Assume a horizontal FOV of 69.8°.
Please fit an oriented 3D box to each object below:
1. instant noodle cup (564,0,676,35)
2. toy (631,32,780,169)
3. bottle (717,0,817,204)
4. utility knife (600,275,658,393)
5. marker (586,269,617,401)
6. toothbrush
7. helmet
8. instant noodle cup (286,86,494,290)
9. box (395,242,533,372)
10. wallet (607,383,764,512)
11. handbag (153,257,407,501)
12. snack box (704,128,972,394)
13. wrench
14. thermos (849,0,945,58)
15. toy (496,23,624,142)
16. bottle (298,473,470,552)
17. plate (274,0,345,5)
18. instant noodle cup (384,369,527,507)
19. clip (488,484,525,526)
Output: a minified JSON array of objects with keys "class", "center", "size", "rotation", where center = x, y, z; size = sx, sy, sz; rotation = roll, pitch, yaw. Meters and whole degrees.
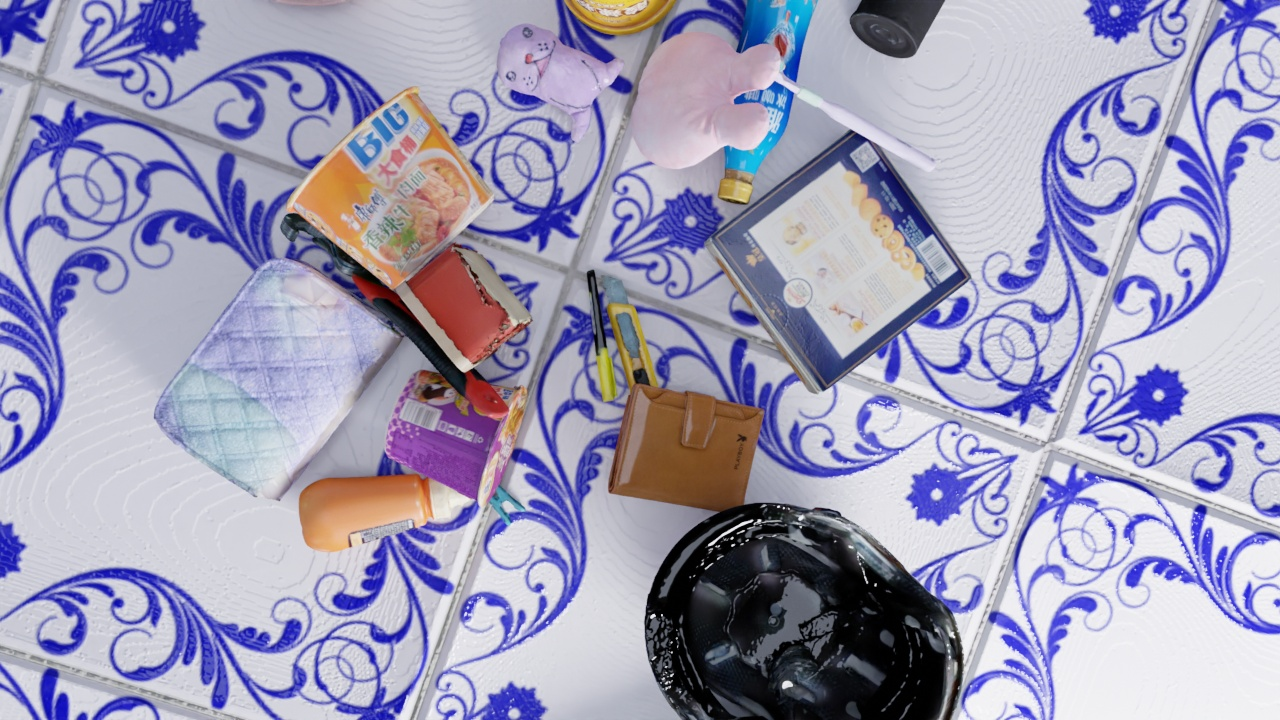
[{"class":"instant noodle cup","center":[-0.022,-0.350,0.782],"size":[0.118,0.114,0.118],"rotation":[1,98,4]},{"class":"toy","center":[0.055,-0.226,0.798],"size":[0.054,0.160,0.121],"rotation":[6,99,-44]},{"class":"bottle","center":[0.109,-0.251,0.833],"size":[0.065,0.065,0.218],"rotation":[14,93,-5]},{"class":"utility knife","center":[-0.005,0.005,0.861],"size":[0.033,0.015,0.181],"rotation":[-17,95,-7]},{"class":"marker","center":[-0.037,-0.023,0.857],"size":[0.015,0.018,0.124],"rotation":[-8,93,-6]},{"class":"toothbrush","center":[0.190,-0.216,0.816],"size":[0.189,0.021,0.029],"rotation":[25,46,-19]},{"class":"helmet","center":[0.136,0.247,0.818],"size":[0.274,0.157,0.230],"rotation":[29,84,4]},{"class":"instant noodle cup","center":[-0.204,-0.139,0.778],"size":[0.151,0.151,0.111],"rotation":[-43,104,-1]},{"class":"box","center":[-0.135,-0.049,0.772],"size":[0.075,0.168,0.091],"rotation":[-38,95,1]},{"class":"wallet","center":[0.043,0.082,0.854],"size":[0.131,0.031,0.108],"rotation":[13,93,-17]},{"class":"handbag","center":[-0.316,0.011,0.809],"size":[0.134,0.075,0.194],"rotation":[38,91,-10]},{"class":"snack box","center":[0.183,-0.093,0.856],"size":[0.182,0.046,0.178],"rotation":[-37,95,-2]},{"class":"wrench","center":[-0.210,-0.042,0.789],"size":[0.273,0.056,0.016],"rotation":[41,112,15]},{"class":"thermos","center":[0.290,-0.394,0.835],"size":[0.090,0.068,0.242],"rotation":[31,90,-1]},{"class":"toy","center":[-0.080,-0.258,0.830],"size":[0.108,0.039,0.084],"rotation":[28,99,-7]},{"class":"bottle","center":[-0.228,0.131,0.832],"size":[0.149,0.067,0.067],"rotation":[-8,94,-12]},{"class":"plate","center":[-0.294,-0.427,0.808],"size":[0.229,0.028,0.229],"rotation":[0,94,-4]},{"class":"instant noodle cup","center":[-0.165,0.062,0.813],"size":[0.099,0.111,0.111],"rotation":[18,91,4]},{"class":"clip","center":[-0.134,0.129,0.860],"size":[0.047,0.014,0.057],"rotation":[-41,95,1]}]
